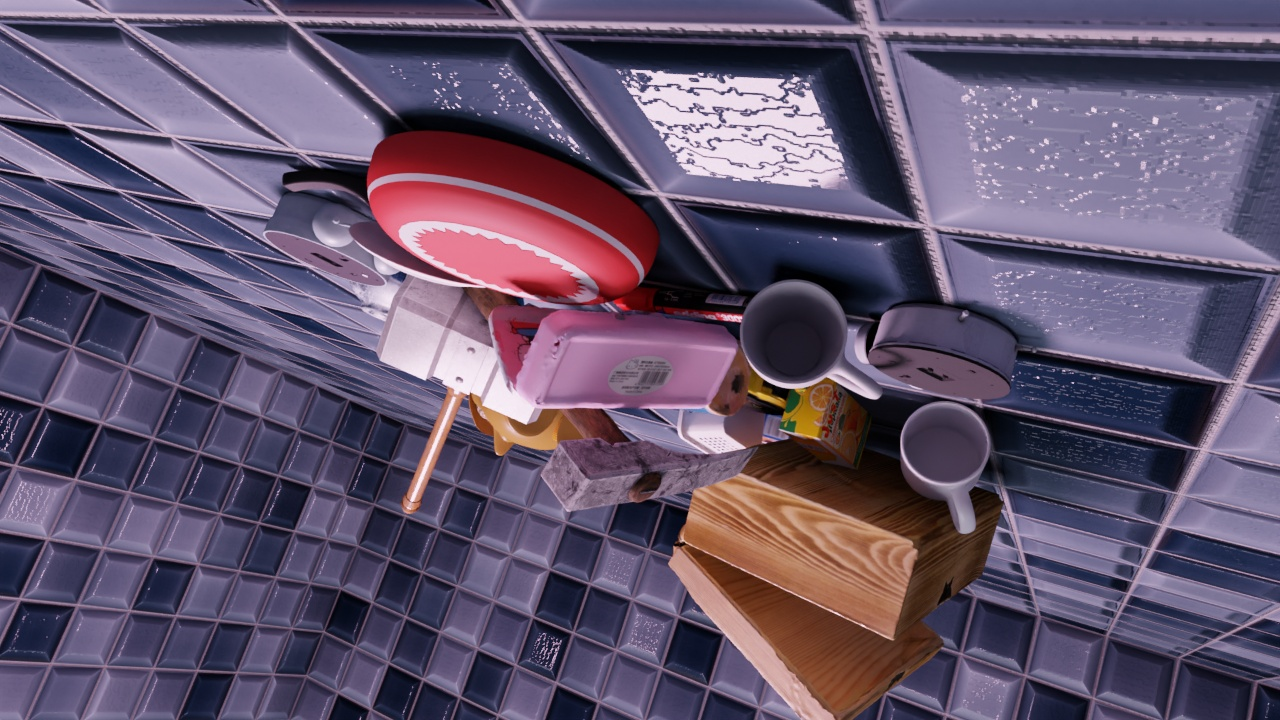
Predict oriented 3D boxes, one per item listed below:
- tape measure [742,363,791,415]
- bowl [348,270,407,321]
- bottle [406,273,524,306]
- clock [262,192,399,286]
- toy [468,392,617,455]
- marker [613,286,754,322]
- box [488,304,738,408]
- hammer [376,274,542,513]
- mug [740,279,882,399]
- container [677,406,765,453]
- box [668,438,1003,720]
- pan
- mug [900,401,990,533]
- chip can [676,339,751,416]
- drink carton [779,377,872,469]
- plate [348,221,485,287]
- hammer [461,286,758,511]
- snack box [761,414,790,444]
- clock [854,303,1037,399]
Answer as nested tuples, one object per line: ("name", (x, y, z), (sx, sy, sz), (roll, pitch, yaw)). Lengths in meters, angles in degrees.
("tape measure", (0.116, 0.028, 0.907), (0.072, 0.042, 0.071), (17, 165, -3))
("bowl", (-0.271, -0.074, 1.001), (0.114, 0.060, 0.114), (17, 167, 4))
("bottle", (-0.165, -0.059, 0.928), (0.146, 0.051, 0.051), (18, 168, 5))
("clock", (-0.289, -0.115, 0.884), (0.160, 0.045, 0.122), (5, 162, 45))
("toy", (-0.139, 0.035, 1.090), (0.198, 0.162, 0.203), (30, 175, -33))
("marker", (0.039, -0.045, 0.740), (0.145, 0.021, 0.023), (9, -173, 40))
("box", (-0.025, -0.010, 0.729), (0.201, 0.088, 0.095), (3, -151, -45))
("hammer", (-0.200, 0.061, 0.941), (0.162, 0.082, 0.319), (24, 129, -7))
("mug", (0.124, -0.004, 0.654), (0.107, 0.071, 0.089), (35, 180, 12))
("container", (0.095, 0.063, 1.021), (0.050, 0.080, 0.129), (-2, 159, 31))
("box", (0.192, 0.211, 0.966), (0.257, 0.215, 0.278), (22, -165, 34))
("pan", (-0.155, -0.107, 0.690), (0.357, 0.067, 0.209), (8, 166, 29))
("mug", (0.277, 0.100, 0.824), (0.074, 0.110, 0.090), (-16, 159, 10))
("chip can", (-0.005, 0.005, 0.899), (0.230, 0.079, 0.079), (5, 162, 42))
("drink carton", (0.183, 0.060, 0.903), (0.041, 0.058, 0.122), (10, 165, 36))
("plate", (-0.178, -0.086, 0.771), (0.134, 0.011, 0.134), (20, -164, -6))
("hammer", (-0.054, 0.004, 0.798), (0.217, 0.037, 0.300), (0, -141, -48))
("snack box", (0.157, 0.094, 1.157), (0.087, 0.034, 0.151), (16, 168, 14))
("clock", (0.203, -0.006, 0.638), (0.094, 0.035, 0.123), (24, 168, -20))
